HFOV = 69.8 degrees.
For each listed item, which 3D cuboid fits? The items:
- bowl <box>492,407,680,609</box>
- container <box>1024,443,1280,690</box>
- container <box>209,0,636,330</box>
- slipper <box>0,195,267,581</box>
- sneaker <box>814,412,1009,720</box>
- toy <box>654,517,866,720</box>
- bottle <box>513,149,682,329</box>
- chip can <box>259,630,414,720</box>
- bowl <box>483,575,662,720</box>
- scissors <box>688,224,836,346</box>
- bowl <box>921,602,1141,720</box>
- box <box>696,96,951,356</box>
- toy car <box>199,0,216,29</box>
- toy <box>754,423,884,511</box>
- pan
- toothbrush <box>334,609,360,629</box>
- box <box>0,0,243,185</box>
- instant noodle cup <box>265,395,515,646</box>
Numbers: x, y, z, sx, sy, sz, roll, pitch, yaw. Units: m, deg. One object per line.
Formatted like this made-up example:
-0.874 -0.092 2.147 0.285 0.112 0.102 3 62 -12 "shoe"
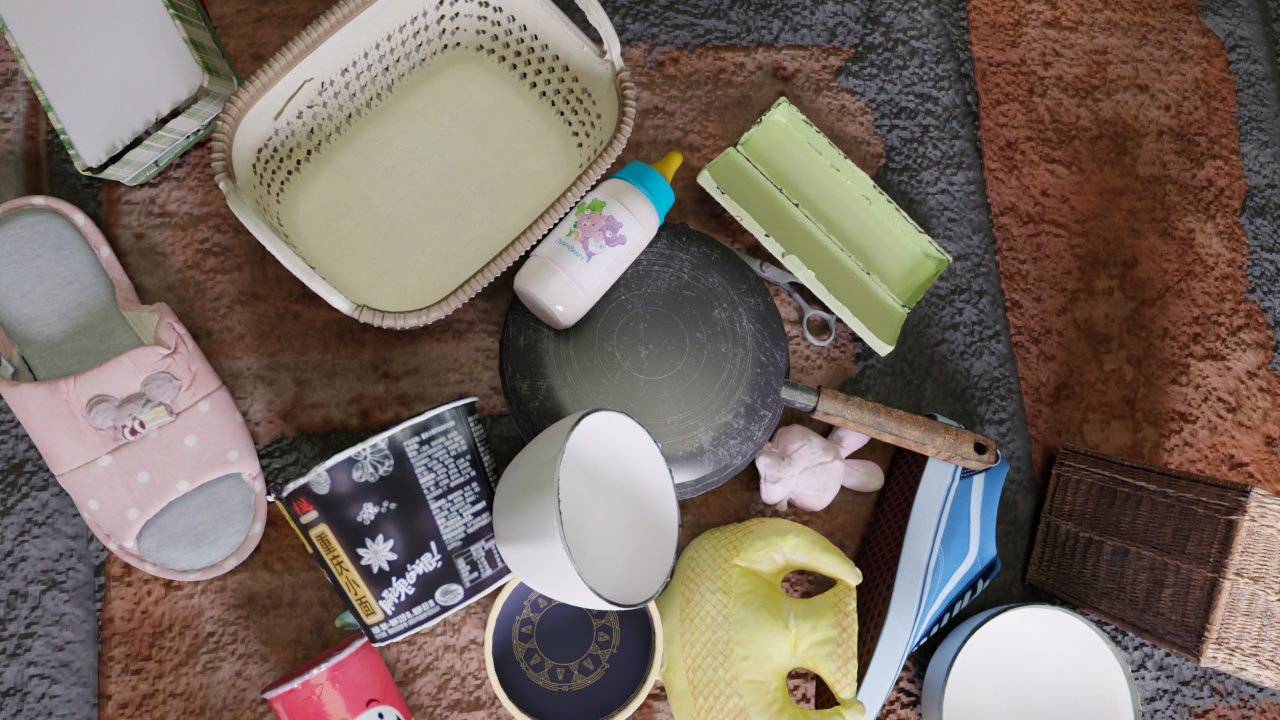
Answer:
-0.035 0.090 0.538 0.116 0.066 0.116 26 56 -47 "bowl"
0.373 0.137 0.625 0.113 0.198 0.112 19 89 -9 "container"
-0.132 -0.133 0.593 0.184 0.143 0.245 45 75 -1 "container"
-0.331 0.016 0.572 0.114 0.054 0.274 -33 88 -15 "slipper"
0.206 0.161 0.647 0.098 0.083 0.240 28 74 -6 "sneaker"
0.070 0.186 0.608 0.155 0.065 0.170 -3 60 13 "toy"
-0.019 -0.086 0.592 0.051 0.051 0.146 41 74 -3 "bottle"
-0.143 0.285 0.559 0.073 0.073 0.233 -28 88 -15 "chip can"
-0.047 0.181 0.600 0.112 0.061 0.112 2 80 -11 "bowl"
0.110 -0.071 0.700 0.170 0.014 0.094 46 74 -3 "scissors"
0.264 0.247 0.648 0.153 0.073 0.153 2 80 -11 "bowl"
0.137 -0.100 0.687 0.187 0.044 0.140 42 50 -2 "box"
-0.314 -0.233 0.623 0.042 0.036 0.091 -22 84 14 "toy car"
0.128 0.075 0.663 0.109 0.047 0.063 -9 85 -23 "toy"
0.080 0.014 0.621 0.357 0.040 0.207 15 74 0 "pan"
-0.113 0.151 0.616 0.180 0.017 0.016 -14 80 -12 "toothbrush"
-0.348 -0.227 0.591 0.118 0.049 0.205 -32 88 11 "box"
-0.137 0.099 0.556 0.137 0.137 0.112 -26 87 -15 "instant noodle cup"
